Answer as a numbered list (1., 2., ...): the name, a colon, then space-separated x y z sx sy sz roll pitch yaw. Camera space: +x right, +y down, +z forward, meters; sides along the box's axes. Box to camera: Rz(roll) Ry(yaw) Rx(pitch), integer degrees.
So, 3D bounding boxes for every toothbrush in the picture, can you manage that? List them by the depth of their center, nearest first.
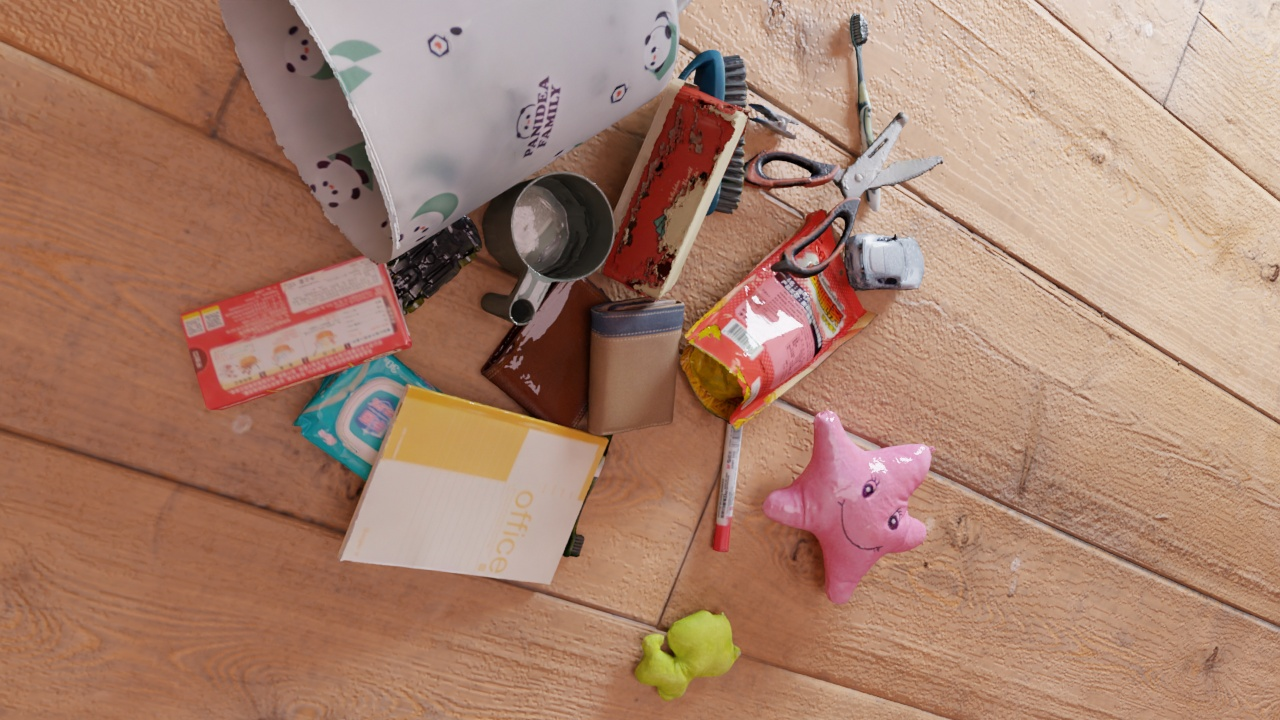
1. toothbrush: -0.035 0.091 0.833 0.017 0.012 0.186 19 89 -30
2. toothbrush: 0.223 -0.242 0.899 0.016 0.018 0.192 -13 101 -21

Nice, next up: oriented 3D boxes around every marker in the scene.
1. marker: 0.085 0.113 0.886 0.017 0.017 0.145 4 95 -24

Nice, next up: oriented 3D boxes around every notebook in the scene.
1. notebook: -0.129 0.110 0.757 0.206 0.010 0.146 20 94 -41

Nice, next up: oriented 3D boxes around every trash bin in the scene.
1. trash bin: -0.126 -0.223 0.648 0.251 0.230 0.229 -33 108 -23

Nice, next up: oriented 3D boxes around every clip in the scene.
1. clip: 0.125 -0.224 0.856 0.057 0.025 0.036 17 96 -30

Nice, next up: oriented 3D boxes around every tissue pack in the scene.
1. tissue pack: -0.197 0.054 0.736 0.133 0.050 0.093 40 79 -23

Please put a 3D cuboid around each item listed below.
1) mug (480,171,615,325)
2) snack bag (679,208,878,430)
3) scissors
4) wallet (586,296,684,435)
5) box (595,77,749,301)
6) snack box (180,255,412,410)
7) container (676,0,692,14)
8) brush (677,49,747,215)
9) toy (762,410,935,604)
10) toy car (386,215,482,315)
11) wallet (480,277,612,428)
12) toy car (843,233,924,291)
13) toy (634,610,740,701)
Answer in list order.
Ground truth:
1. mug: -0.087 -0.089 0.737 0.083 0.103 0.124 29 86 -24
2. snack bag: 0.133 -0.037 0.864 0.207 0.073 0.128 -40 110 -26
3. scissors: 0.185 -0.162 0.863 0.226 0.015 0.188 6 72 -7
4. wallet: -0.005 0.005 0.801 0.090 0.033 0.115 -9 111 -32
5. box: 0.033 -0.135 0.755 0.078 0.091 0.168 26 108 6
6. snack box: -0.255 -0.022 0.683 0.153 0.025 0.075 -19 85 -5
7. container: -0.010 -0.329 0.750 0.114 0.090 0.090 45 78 -19
8. brush: 0.055 -0.201 0.811 0.073 0.055 0.144 0 97 -20
9. toy: 0.216 0.132 0.911 0.178 0.074 0.194 -38 110 -6
10. toy car: -0.175 -0.079 0.740 0.105 0.032 0.048 -46 111 -22
11. wallet: -0.064 -0.006 0.798 0.101 0.032 0.124 41 81 -25
12. toy car: 0.244 -0.096 0.903 0.120 0.037 0.054 -3 87 -43
13. toy: 0.046 0.281 0.882 0.096 0.031 0.100 42 80 -20
